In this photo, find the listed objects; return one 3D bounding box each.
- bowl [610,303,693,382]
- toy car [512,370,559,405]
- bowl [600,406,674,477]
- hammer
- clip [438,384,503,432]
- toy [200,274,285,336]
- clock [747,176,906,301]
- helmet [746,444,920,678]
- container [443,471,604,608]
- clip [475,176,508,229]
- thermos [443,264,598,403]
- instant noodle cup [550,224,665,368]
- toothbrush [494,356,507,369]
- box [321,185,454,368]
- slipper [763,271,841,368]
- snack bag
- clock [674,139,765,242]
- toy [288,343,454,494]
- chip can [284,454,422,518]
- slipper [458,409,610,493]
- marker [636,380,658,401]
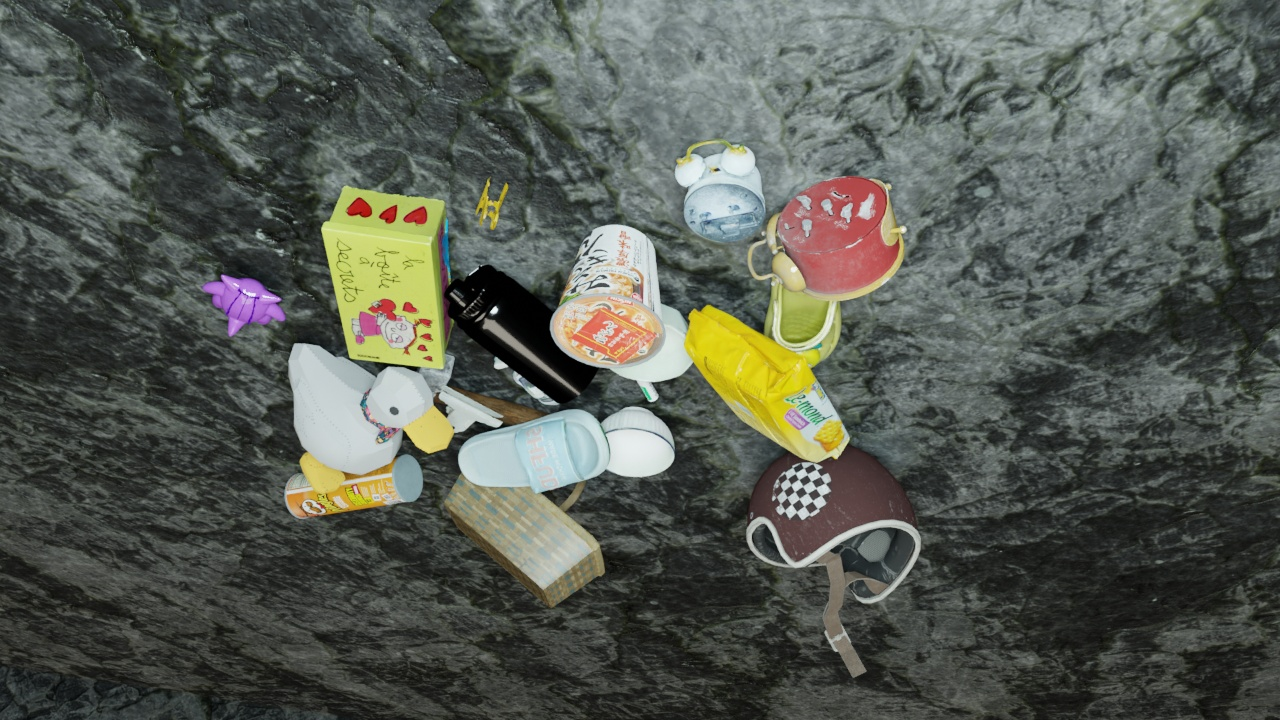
[{"bbox_3d":[0.009,-0.031,1.118,0.117,0.061,0.118,3,142,2],"label":"bowl"},{"bbox_3d":[-0.136,0.036,1.253,0.039,0.027,0.090,-21,136,28],"label":"toy car"},{"bbox_3d":[-0.009,0.107,1.298,0.118,0.062,0.118,3,140,2],"label":"bowl"},{"bbox_3d":[-0.198,0.096,1.333,0.300,0.037,0.218,18,141,-17],"label":"hammer"},{"bbox_3d":[-0.243,0.077,1.251,0.101,0.046,0.056,33,122,-32],"label":"clip"},{"bbox_3d":[-0.489,-0.071,1.133,0.106,0.055,0.088,24,141,-23],"label":"toy"},{"bbox_3d":[0.182,-0.126,0.926,0.159,0.117,0.081,-17,134,16],"label":"clock"},{"bbox_3d":[0.271,0.245,1.286,0.234,0.253,0.233,-44,130,16],"label":"helmet"},{"bbox_3d":[-0.152,0.227,1.390,0.250,0.186,0.158,36,158,20],"label":"container"},{"bbox_3d":[-0.158,-0.162,0.983,0.044,0.049,0.054,-14,155,-36],"label":"clip"},{"bbox_3d":[-0.146,-0.038,1.100,0.086,0.085,0.198,-27,126,36],"label":"thermos"},{"bbox_3d":[-0.030,-0.077,1.013,0.123,0.121,0.124,4,143,3],"label":"instant noodle cup"},{"bbox_3d":[-0.116,-0.019,1.188,0.181,0.016,0.016,-17,136,25],"label":"toothbrush"},{"bbox_3d":[-0.285,-0.091,1.063,0.124,0.081,0.221,9,144,-4],"label":"box"},{"bbox_3d":[0.192,-0.044,1.066,0.092,0.081,0.191,-1,140,5],"label":"slipper"},{"bbox_3d":[0.147,0.034,1.096,0.160,0.068,0.247,35,172,38],"label":"snack bag"},{"bbox_3d":[0.082,-0.174,0.925,0.083,0.057,0.118,-7,141,17],"label":"clock"},{"bbox_3d":[-0.376,0.070,1.224,0.246,0.140,0.268,44,134,2],"label":"toy"},{"bbox_3d":[-0.461,0.204,1.473,0.215,0.075,0.075,-11,140,21],"label":"chip can"},{"bbox_3d":[-0.152,0.137,1.267,0.246,0.074,0.104,-11,112,25],"label":"slipper"},{"bbox_3d":[-0.007,0.007,1.206,0.017,0.017,0.145,-9,141,18],"label":"marker"}]
